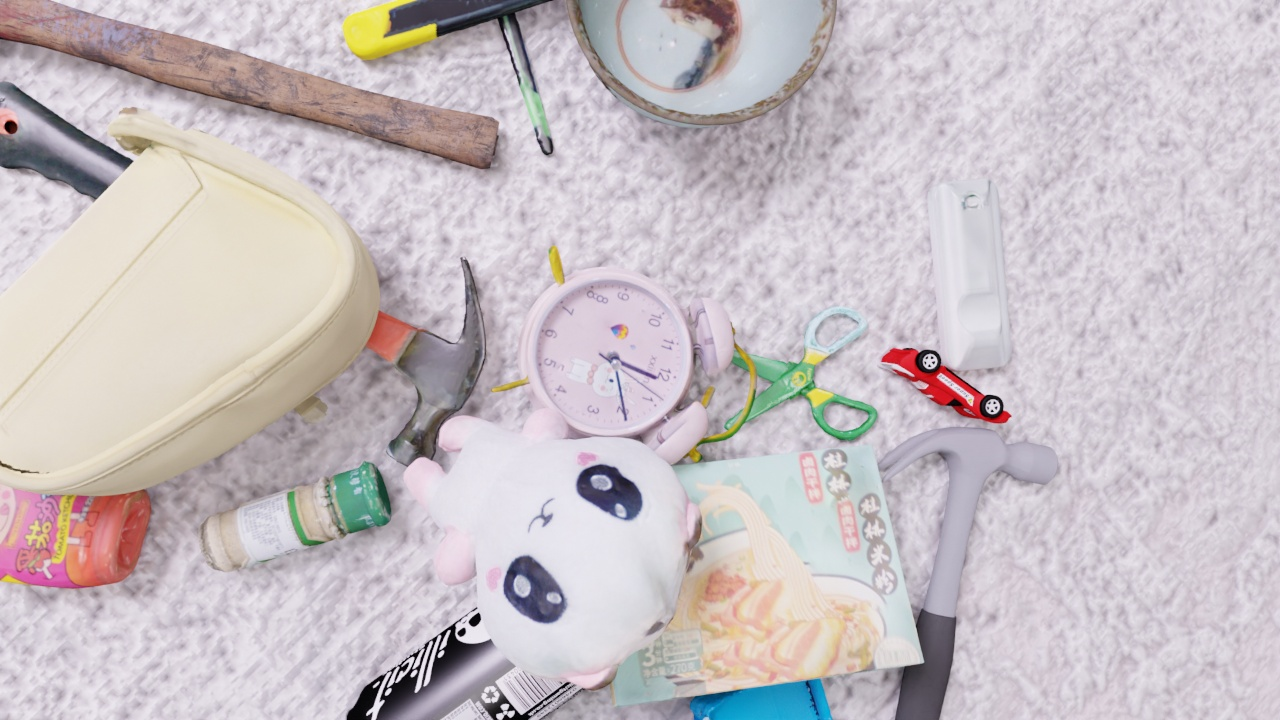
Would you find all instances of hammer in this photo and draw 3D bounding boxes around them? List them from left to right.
[{"bbox_3d":[-0.252,-0.166,0.557,0.330,0.033,0.120,13,76,-11],"label":"hammer"},{"bbox_3d":[-0.249,-0.067,0.568,0.333,0.033,0.133,29,88,-7],"label":"hammer"},{"bbox_3d":[0.201,0.198,0.641,0.125,0.029,0.311,12,90,-9],"label":"hammer"}]

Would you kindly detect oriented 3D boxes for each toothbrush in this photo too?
[{"bbox_3d":[-0.088,-0.226,0.599,0.014,0.017,0.188,-17,97,-4],"label":"toothbrush"}]

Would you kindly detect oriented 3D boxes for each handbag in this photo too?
[{"bbox_3d":[-0.273,-0.019,0.515,0.191,0.088,0.232,42,84,6],"label":"handbag"}]

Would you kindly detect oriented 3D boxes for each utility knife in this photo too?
[{"bbox_3d":[-0.103,-0.228,0.581,0.174,0.020,0.029,-19,98,-2],"label":"utility knife"}]

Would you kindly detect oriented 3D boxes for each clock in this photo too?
[{"bbox_3d":[-0.003,0.003,0.585,0.158,0.059,0.116,21,88,-3],"label":"clock"}]

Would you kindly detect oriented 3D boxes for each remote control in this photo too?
[{"bbox_3d":[0.232,-0.060,0.642,0.050,0.022,0.133,-6,92,-9],"label":"remote control"}]

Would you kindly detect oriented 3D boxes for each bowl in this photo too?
[{"bbox_3d":[0.030,-0.216,0.573,0.160,0.094,0.160,0,91,-8],"label":"bowl"}]

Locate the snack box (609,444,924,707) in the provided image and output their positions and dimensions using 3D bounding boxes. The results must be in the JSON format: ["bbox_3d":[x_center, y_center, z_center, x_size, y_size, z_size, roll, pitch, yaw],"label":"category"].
[{"bbox_3d":[0.069,0.135,0.590,0.193,0.044,0.141,-5,69,-8],"label":"snack box"}]

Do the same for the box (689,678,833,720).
[{"bbox_3d":[0.081,0.333,0.588,0.175,0.060,0.243,-21,95,-45],"label":"box"}]

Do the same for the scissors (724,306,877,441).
[{"bbox_3d":[0.111,0.006,0.631,0.127,0.011,0.123,21,87,-10],"label":"scissors"}]

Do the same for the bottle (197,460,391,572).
[{"bbox_3d":[-0.213,0.098,0.570,0.110,0.043,0.042,-18,94,-7],"label":"bottle"}]

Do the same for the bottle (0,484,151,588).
[{"bbox_3d":[-0.369,0.094,0.541,0.134,0.048,0.071,9,73,-7],"label":"bottle"}]

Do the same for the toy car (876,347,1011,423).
[{"bbox_3d":[0.210,0.018,0.633,0.089,0.038,0.025,34,88,-8],"label":"toy car"}]

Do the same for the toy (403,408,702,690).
[{"bbox_3d":[-0.054,0.094,0.522,0.179,0.101,0.138,32,74,17],"label":"toy"}]

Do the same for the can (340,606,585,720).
[{"bbox_3d":[-0.103,0.203,0.569,0.146,0.080,0.080,-35,96,-6],"label":"can"}]
